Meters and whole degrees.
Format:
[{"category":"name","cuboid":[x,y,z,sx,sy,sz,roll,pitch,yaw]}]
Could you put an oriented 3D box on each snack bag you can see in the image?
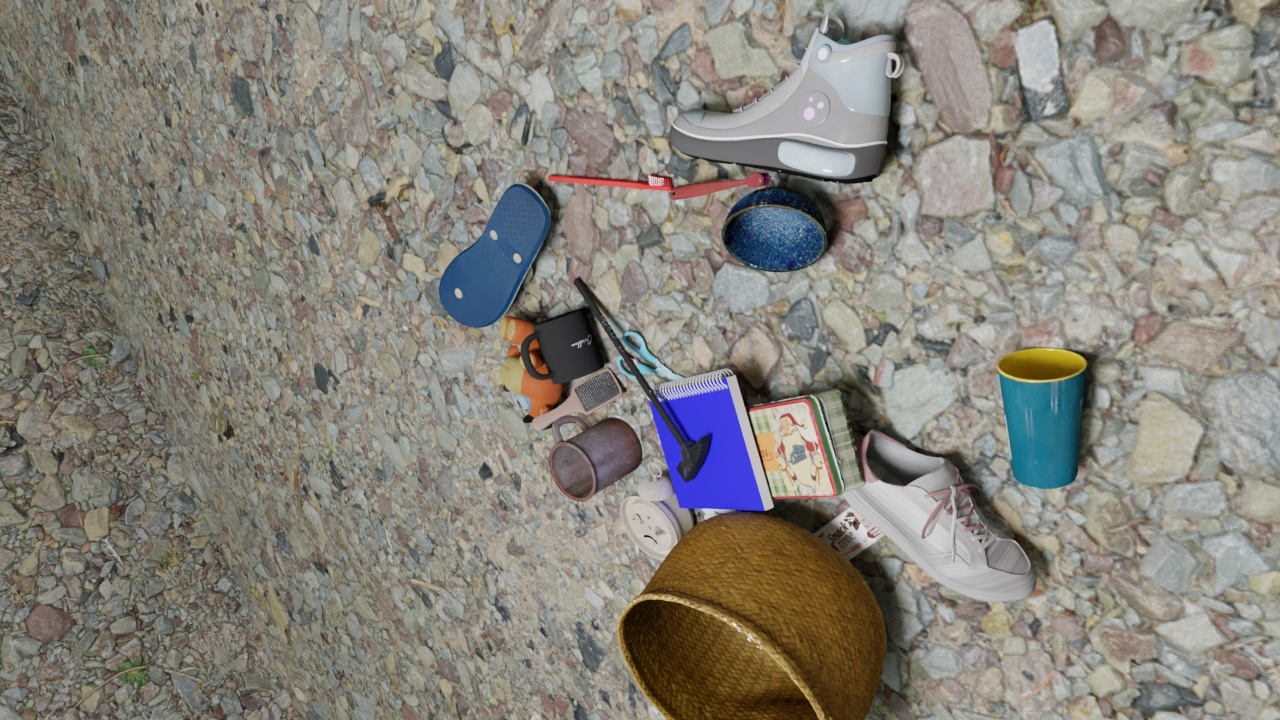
[{"category":"snack bag","cuboid":[0.257,0.207,1.111,0.057,0.013,0.158,53,134,13]}]

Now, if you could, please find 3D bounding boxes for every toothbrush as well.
[{"category":"toothbrush","cuboid":[0.087,-0.197,1.043,0.190,0.016,0.016,9,106,62]},{"category":"toothbrush","cuboid":[-0.044,-0.236,1.189,0.213,0.012,0.018,13,117,38]}]

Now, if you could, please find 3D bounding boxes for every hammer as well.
[{"category":"hammer","cuboid":[-0.007,0.007,1.215,0.324,0.015,0.095,56,150,25]}]

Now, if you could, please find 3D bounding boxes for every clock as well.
[{"category":"clock","cuboid":[0.027,0.205,1.288,0.103,0.061,0.157,20,129,35]}]

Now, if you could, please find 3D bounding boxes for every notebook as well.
[{"category":"notebook","cuboid":[0.081,0.104,1.161,0.210,0.022,0.171,-16,90,63]}]

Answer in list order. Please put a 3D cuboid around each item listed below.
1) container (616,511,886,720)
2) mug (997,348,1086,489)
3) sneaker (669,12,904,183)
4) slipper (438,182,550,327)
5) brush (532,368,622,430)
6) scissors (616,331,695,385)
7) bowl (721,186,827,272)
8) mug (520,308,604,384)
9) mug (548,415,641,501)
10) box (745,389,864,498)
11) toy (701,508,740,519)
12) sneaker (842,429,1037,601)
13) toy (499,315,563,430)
[{"category":"container","cuboid":[0.139,0.332,1.111,0.307,0.196,0.308,23,137,22]},{"category":"mug","cuboid":[0.388,0.058,0.885,0.078,0.078,0.121,8,118,40]},{"category":"sneaker","cuboid":[0.144,-0.278,0.955,0.257,0.092,0.160,22,113,36]},{"category":"slipper","cuboid":[-0.202,-0.148,1.343,0.118,0.060,0.296,51,132,8]},{"category":"brush","cuboid":[-0.093,0.059,1.292,0.050,0.135,0.015,60,178,25]},{"category":"scissors","cuboid":[0.025,0.002,1.238,0.142,0.015,0.076,18,119,29]},{"category":"bowl","cuboid":[0.148,-0.154,1.005,0.114,0.060,0.114,8,150,5]},{"category":"mug","cuboid":[-0.114,-0.015,1.280,0.078,0.113,0.088,-9,102,53]},{"category":"mug","cuboid":[-0.073,0.127,1.311,0.097,0.110,0.123,-41,79,39]},{"category":"box","cuboid":[0.169,0.103,1.068,0.206,0.050,0.117,-16,86,64]},{"category":"toy","cuboid":[0.104,0.184,1.222,0.079,0.037,0.123,7,109,43]},{"category":"sneaker","cuboid":[0.318,0.156,0.974,0.236,0.099,0.090,36,143,28]},{"category":"toy","cuboid":[-0.159,0.017,1.351,0.176,0.096,0.112,66,164,-13]}]
